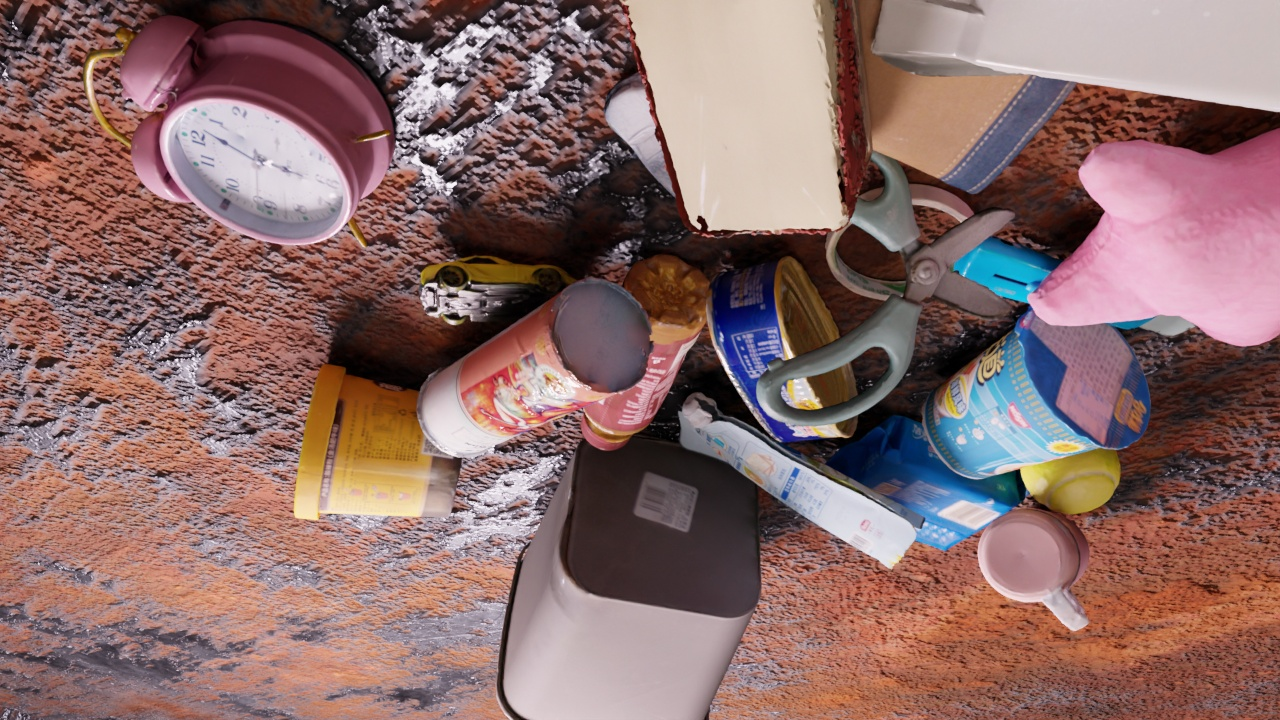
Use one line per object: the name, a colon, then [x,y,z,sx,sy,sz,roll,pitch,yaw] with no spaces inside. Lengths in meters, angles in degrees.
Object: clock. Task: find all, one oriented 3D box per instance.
clock: [-0.217,-0.124,0.497,0.158,0.059,0.117,19,142,-11]

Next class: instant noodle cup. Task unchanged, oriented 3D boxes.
instant noodle cup: [-0.199,0.069,0.712,0.114,0.118,0.119,9,144,-14]
instant noodle cup: [0.243,0.026,0.588,0.099,0.099,0.110,20,150,-15]

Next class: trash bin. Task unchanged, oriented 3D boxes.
trash bin: [-0.006,0.188,0.779,0.199,0.198,0.220,11,136,-7]

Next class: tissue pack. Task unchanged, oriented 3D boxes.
tissue pack: [0.214,0.093,0.708,0.157,0.052,0.095,20,140,-16]

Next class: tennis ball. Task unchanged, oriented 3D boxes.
tennis ball: [0.306,0.076,0.655,0.065,0.065,0.066,5,144,4]

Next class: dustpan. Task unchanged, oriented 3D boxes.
dustpan: [0.249,-0.200,0.323,0.258,0.142,0.223,26,142,22]

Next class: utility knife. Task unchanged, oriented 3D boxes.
utility knife: [0.260,-0.039,0.540,0.178,0.018,0.034,13,135,-19]

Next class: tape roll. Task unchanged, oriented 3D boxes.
tape roll: [0.153,-0.067,0.537,0.086,0.013,0.086,5,143,4]

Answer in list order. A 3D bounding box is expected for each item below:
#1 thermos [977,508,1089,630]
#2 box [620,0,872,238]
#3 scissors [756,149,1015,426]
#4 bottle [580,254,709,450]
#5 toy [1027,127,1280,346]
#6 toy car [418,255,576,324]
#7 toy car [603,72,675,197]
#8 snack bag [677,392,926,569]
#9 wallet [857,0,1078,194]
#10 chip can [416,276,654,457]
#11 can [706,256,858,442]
thermos: [0.299,0.151,0.678,0.067,0.087,0.198,-41,156,15]
box: [0.047,-0.132,0.389,0.091,0.077,0.168,1,134,23]
scissors: [0.112,-0.037,0.504,0.170,0.019,0.179,28,105,-6]
bottle: [-0.004,0.004,0.626,0.057,0.057,0.175,15,143,-8]
toy: [0.301,-0.057,0.469,0.195,0.074,0.178,-12,139,24]
toy car: [-0.091,-0.047,0.598,0.105,0.032,0.048,2,151,-10]
toy car: [0.018,-0.113,0.487,0.043,0.034,0.090,-18,135,36]
snack bag: [0.109,0.085,0.672,0.191,0.038,0.110,29,170,16]
wallet: [0.137,-0.133,0.438,0.115,0.033,0.090,18,140,-11]
chip can: [-0.077,0.011,0.603,0.071,0.071,0.215,27,152,-24]
can: [0.094,-0.003,0.586,0.049,0.074,0.148,-10,139,28]
